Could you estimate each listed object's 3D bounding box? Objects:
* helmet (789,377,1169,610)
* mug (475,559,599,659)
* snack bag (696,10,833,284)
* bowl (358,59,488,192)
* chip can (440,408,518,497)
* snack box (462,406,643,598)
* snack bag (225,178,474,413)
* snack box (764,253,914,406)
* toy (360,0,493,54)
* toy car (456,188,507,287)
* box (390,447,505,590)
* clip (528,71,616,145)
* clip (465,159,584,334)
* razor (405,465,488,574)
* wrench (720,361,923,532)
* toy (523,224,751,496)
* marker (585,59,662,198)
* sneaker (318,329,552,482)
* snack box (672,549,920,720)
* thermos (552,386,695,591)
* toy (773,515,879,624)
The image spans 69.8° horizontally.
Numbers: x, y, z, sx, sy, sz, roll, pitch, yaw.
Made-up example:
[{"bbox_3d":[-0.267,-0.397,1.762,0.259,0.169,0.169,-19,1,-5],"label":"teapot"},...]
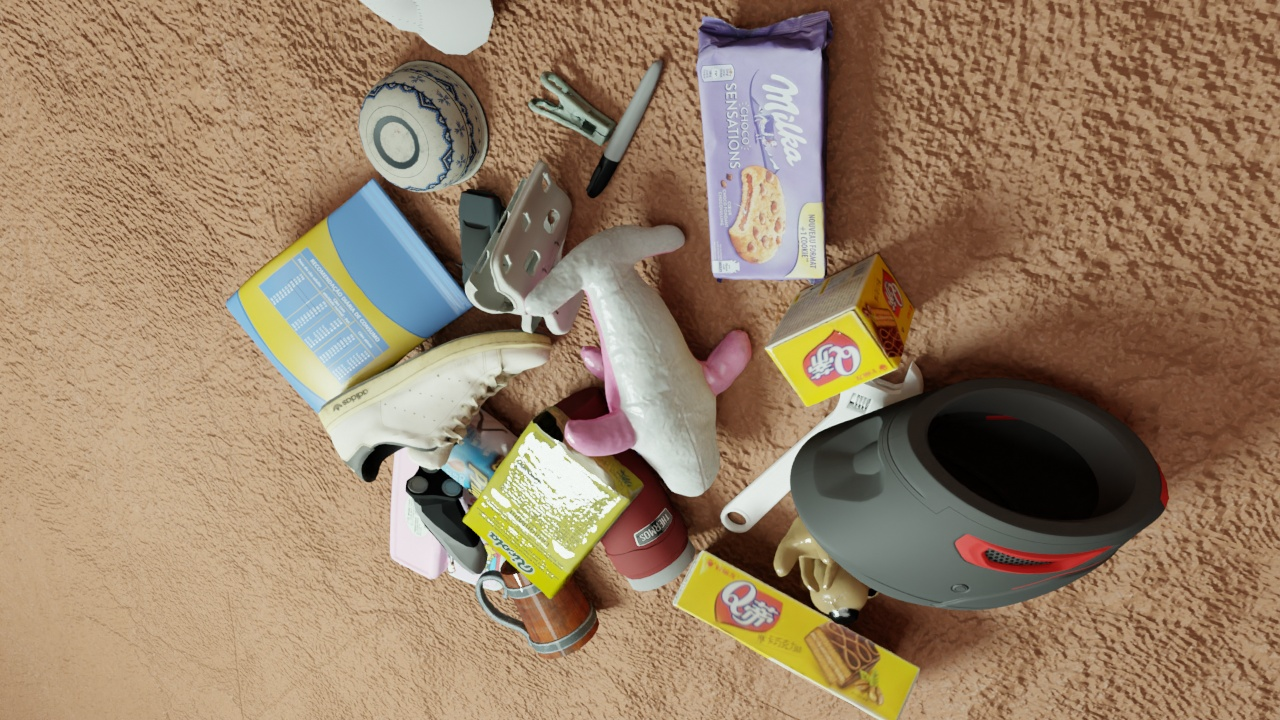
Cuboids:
[{"bbox_3d":[0.250,0.115,0.732,0.265,0.163,0.170,9,141,0],"label":"helmet"},{"bbox_3d":[-0.122,0.276,1.051,0.117,0.081,0.111,-21,105,14],"label":"mug"},{"bbox_3d":[0.099,-0.159,0.708,0.096,0.058,0.206,5,118,19],"label":"snack bag"},{"bbox_3d":[-0.201,-0.203,0.818,0.116,0.059,0.116,12,123,19],"label":"bowl"},{"bbox_3d":[-0.170,0.098,0.973,0.229,0.079,0.080,38,127,2],"label":"chip can"},{"bbox_3d":[-0.084,0.134,0.875,0.121,0.045,0.181,40,127,5],"label":"snack box"},{"bbox_3d":[-0.286,-0.064,0.924,0.206,0.102,0.159,-32,102,24],"label":"snack bag"},{"bbox_3d":[0.160,-0.025,0.727,0.084,0.105,0.061,-28,104,34],"label":"snack box"},{"bbox_3d":[-0.201,-0.342,0.696,0.268,0.140,0.247,10,144,48],"label":"toy"},{"bbox_3d":[-0.150,-0.107,0.868,0.046,0.034,0.112,14,124,17],"label":"toy car"},{"bbox_3d":[-0.221,0.183,1.069,0.155,0.044,0.202,21,124,12],"label":"box"},{"bbox_3d":[-0.057,-0.209,0.772,0.074,0.023,0.035,33,126,1],"label":"clip"},{"bbox_3d":[-0.105,-0.087,0.815,0.092,0.125,0.152,14,149,14],"label":"clip"},{"bbox_3d":[-0.209,0.179,1.015,0.060,0.057,0.156,3,129,20],"label":"razor"},{"bbox_3d":[0.157,0.085,0.851,0.066,0.018,0.274,38,128,0],"label":"wrench"},{"bbox_3d":[-0.005,0.005,0.832,0.128,0.186,0.266,29,145,60],"label":"toy"},{"bbox_3d":[-0.015,-0.189,0.763,0.016,0.022,0.139,38,128,7],"label":"marker"},{"bbox_3d":[-0.191,0.048,0.891,0.242,0.089,0.102,-22,80,8],"label":"sneaker"},{"bbox_3d":[0.146,0.270,0.906,0.230,0.061,0.110,27,168,8],"label":"snack box"},{"bbox_3d":[-0.030,0.130,0.930,0.198,0.083,0.108,60,155,-13],"label":"thermos"},{"bbox_3d":[0.178,0.185,0.851,0.134,0.105,0.108,-24,128,34],"label":"toy"}]
